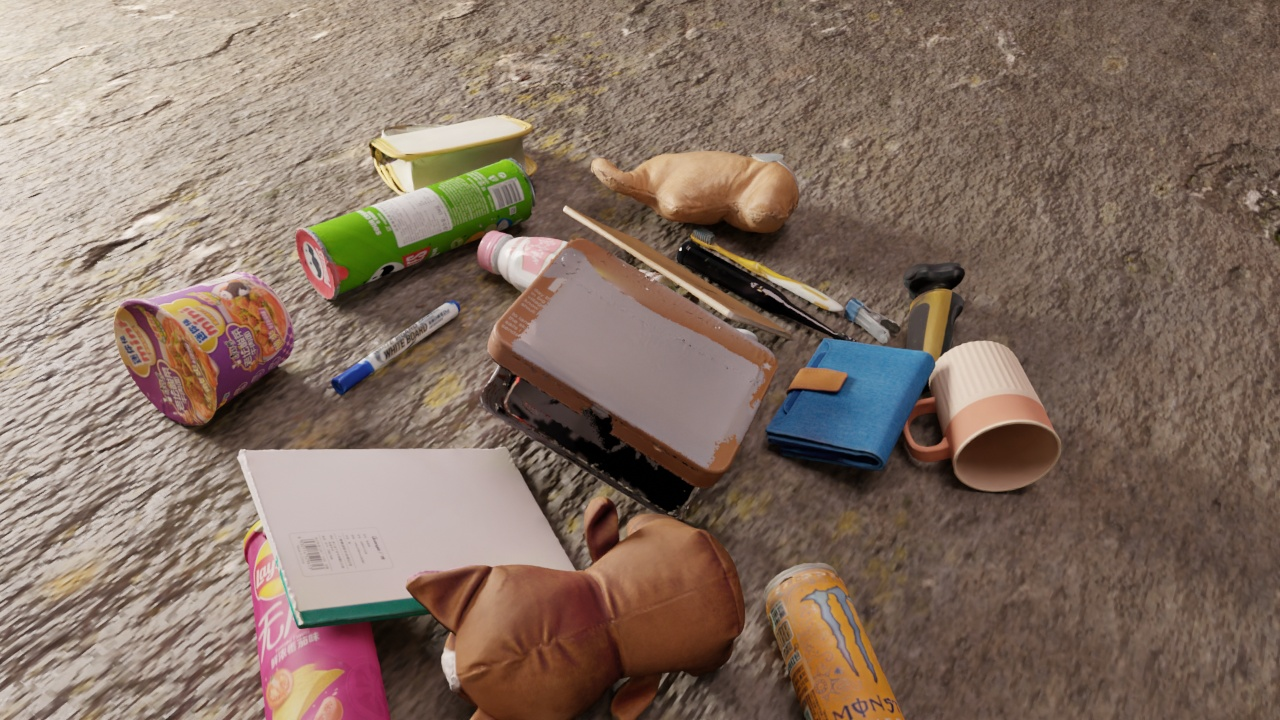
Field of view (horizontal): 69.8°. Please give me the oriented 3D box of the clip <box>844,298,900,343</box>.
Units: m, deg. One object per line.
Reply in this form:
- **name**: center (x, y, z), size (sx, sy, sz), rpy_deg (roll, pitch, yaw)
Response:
- **clip**: center (0.229, -0.041, 0.908), size (0.057, 0.024, 0.028), rpy_deg (35, 52, 23)

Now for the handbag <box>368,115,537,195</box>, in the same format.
- **handbag**: center (-0.222, -0.240, 1.049), size (0.163, 0.063, 0.179), rpy_deg (-18, 33, -26)

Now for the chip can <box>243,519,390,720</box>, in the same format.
- **chip can**: center (-0.194, 0.189, 0.558), size (0.071, 0.072, 0.210), rpy_deg (-12, 46, -20)

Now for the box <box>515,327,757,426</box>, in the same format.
- **box**: center (-0.004, 0.001, 0.773), size (0.201, 0.100, 0.095), rpy_deg (5, 41, -2)

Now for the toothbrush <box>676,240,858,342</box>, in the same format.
- **toothbrush**: center (0.127, -0.063, 0.918), size (0.213, 0.027, 0.026), rpy_deg (32, 92, 24)

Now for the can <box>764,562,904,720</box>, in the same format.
- **can**: center (0.128, 0.207, 0.594), size (0.058, 0.058, 0.145), rpy_deg (-5, 43, -13)

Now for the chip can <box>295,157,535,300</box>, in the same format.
- **chip can**: center (-0.217, -0.135, 0.913), size (0.235, 0.072, 0.072), rpy_deg (-29, 53, -33)

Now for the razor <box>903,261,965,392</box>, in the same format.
- **razor**: center (0.277, -0.034, 0.888), size (0.067, 0.062, 0.167), rpy_deg (37, 47, -14)

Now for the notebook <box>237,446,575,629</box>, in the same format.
- **notebook**: center (-0.151, 0.112, 0.630), size (0.208, 0.012, 0.150), rpy_deg (6, 34, -42)

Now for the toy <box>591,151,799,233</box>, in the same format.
- **toy**: center (0.061, -0.192, 1.008), size (0.226, 0.083, 0.143), rpy_deg (8, 22, 6)

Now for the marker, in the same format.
- **marker**: center (-0.215, -0.014, 0.821), size (0.017, 0.017, 0.145), rpy_deg (28, 46, 22)

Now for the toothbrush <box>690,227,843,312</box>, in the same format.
- **toothbrush**: center (0.130, -0.097, 0.959), size (0.191, 0.018, 0.016), rpy_deg (31, 49, 27)

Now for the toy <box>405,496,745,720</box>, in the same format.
- **toy**: center (-0.037, 0.165, 0.575), size (0.199, 0.131, 0.140), rpy_deg (-15, 75, -30)

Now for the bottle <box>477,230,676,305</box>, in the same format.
- **bottle**: center (-0.065, -0.077, 0.878), size (0.197, 0.068, 0.068), rpy_deg (22, 44, 21)

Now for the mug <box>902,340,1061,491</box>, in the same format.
- **mug**: center (0.282, 0.049, 0.782), size (0.115, 0.082, 0.105), rpy_deg (-14, 39, 13)

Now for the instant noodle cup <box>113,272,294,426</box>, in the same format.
- **instant noodle cup**: center (-0.347, -0.016, 0.746), size (0.111, 0.112, 0.099), rpy_deg (25, 35, 19)

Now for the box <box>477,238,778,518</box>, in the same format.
- **box**: center (-0.008, 0.014, 0.649), size (0.182, 0.168, 0.150), rpy_deg (30, 89, 6)

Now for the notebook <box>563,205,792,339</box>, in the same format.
- **notebook**: center (0.037, -0.083, 0.876), size (0.208, 0.008, 0.147), rpy_deg (35, 11, 28)

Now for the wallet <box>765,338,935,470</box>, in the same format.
- **wallet**: center (0.179, 0.033, 0.783), size (0.106, 0.040, 0.132), rpy_deg (10, 44, 34)
